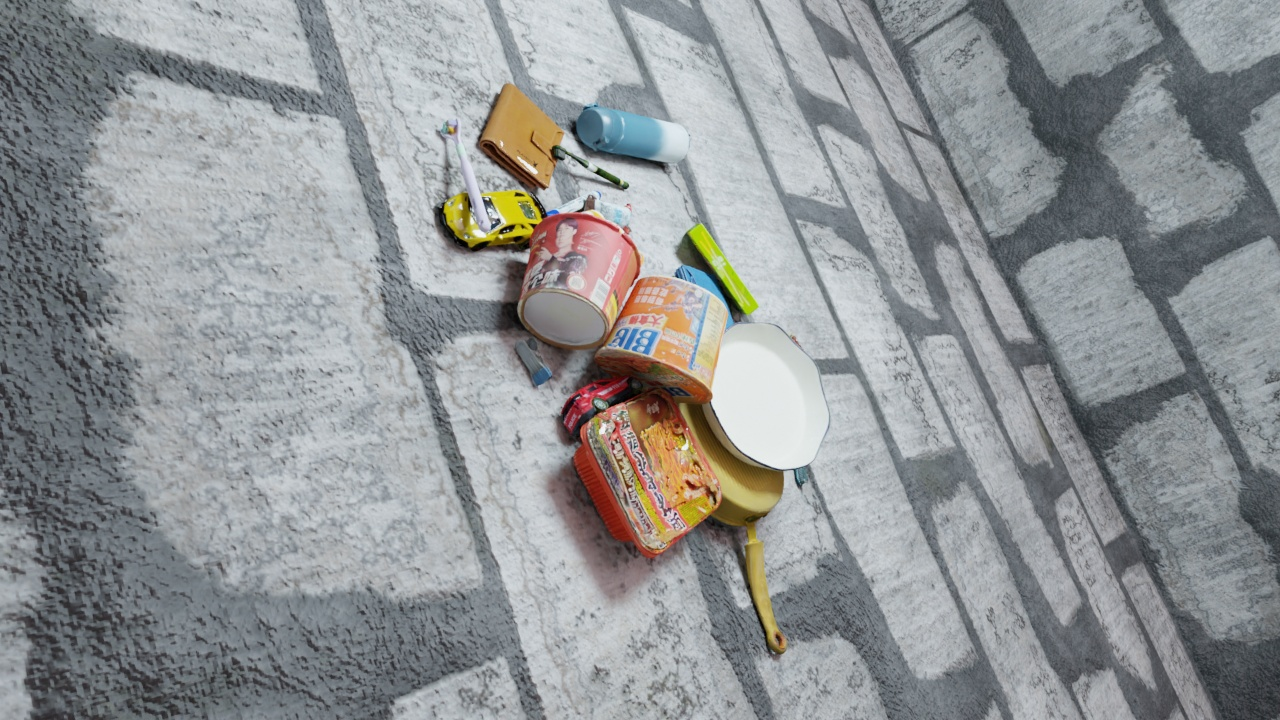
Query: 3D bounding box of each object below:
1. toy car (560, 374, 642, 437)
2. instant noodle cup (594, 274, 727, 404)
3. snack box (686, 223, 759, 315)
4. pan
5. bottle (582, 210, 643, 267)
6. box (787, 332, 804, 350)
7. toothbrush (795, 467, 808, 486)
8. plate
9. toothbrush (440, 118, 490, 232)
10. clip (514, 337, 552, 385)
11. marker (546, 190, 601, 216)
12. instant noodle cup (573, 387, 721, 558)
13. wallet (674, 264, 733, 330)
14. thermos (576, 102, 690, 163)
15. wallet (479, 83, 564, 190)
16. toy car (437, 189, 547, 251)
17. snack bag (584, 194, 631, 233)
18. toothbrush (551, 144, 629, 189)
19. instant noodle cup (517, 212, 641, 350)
[{"bbox_3d":[-0.044,0.048,1.070,0.045,0.053,0.120,44,35,18],"label":"toy car"},{"bbox_3d":[0.032,-0.027,1.109,0.151,0.152,0.111,32,70,-34],"label":"instant noodle cup"},{"bbox_3d":[0.126,-0.142,1.420,0.156,0.026,0.085,54,4,-8],"label":"snack box"},{"bbox_3d":[0.129,0.197,1.188,0.197,0.078,0.357,0,59,-48],"label":"pan"},{"bbox_3d":[-0.045,-0.151,1.209,0.108,0.063,0.063,30,44,-36],"label":"bottle"},{"bbox_3d":[0.183,0.020,1.345,0.078,0.092,0.167,57,34,-9],"label":"box"},{"bbox_3d":[0.238,0.107,1.416,0.016,0.018,0.191,28,45,-37],"label":"toothbrush"},{"bbox_3d":[0.159,0.049,1.207,0.204,0.046,0.204,13,63,-28],"label":"plate"},{"bbox_3d":[-0.199,-0.214,1.054,0.021,0.029,0.189,41,21,-53],"label":"toothbrush"},{"bbox_3d":[-0.120,0.001,1.039,0.028,0.024,0.056,-9,66,-58],"label":"clip"},{"bbox_3d":[-0.092,-0.206,1.232,0.017,0.017,0.145,56,34,-5],"label":"marker"},{"bbox_3d":[0.002,0.127,1.046,0.188,0.079,0.164,-23,85,-54],"label":"instant noodle cup"},{"bbox_3d":[0.101,-0.074,1.362,0.106,0.040,0.133,10,56,-53],"label":"wallet"},{"bbox_3d":[-0.010,-0.344,1.396,0.220,0.070,0.070,-6,70,-53],"label":"thermos"},{"bbox_3d":[-0.153,-0.292,1.208,0.108,0.031,0.131,37,42,-27],"label":"wallet"},{"bbox_3d":[-0.170,-0.167,1.082,0.155,0.041,0.071,-16,77,-53],"label":"toy car"},{"bbox_3d":[-0.043,-0.203,1.280,0.105,0.026,0.045,-1,101,-53],"label":"snack bag"},{"bbox_3d":[-0.067,-0.267,1.287,0.185,0.012,0.017,12,67,-59],"label":"toothbrush"},{"bbox_3d":[-0.077,-0.087,1.065,0.138,0.138,0.108,38,48,-28],"label":"instant noodle cup"}]
